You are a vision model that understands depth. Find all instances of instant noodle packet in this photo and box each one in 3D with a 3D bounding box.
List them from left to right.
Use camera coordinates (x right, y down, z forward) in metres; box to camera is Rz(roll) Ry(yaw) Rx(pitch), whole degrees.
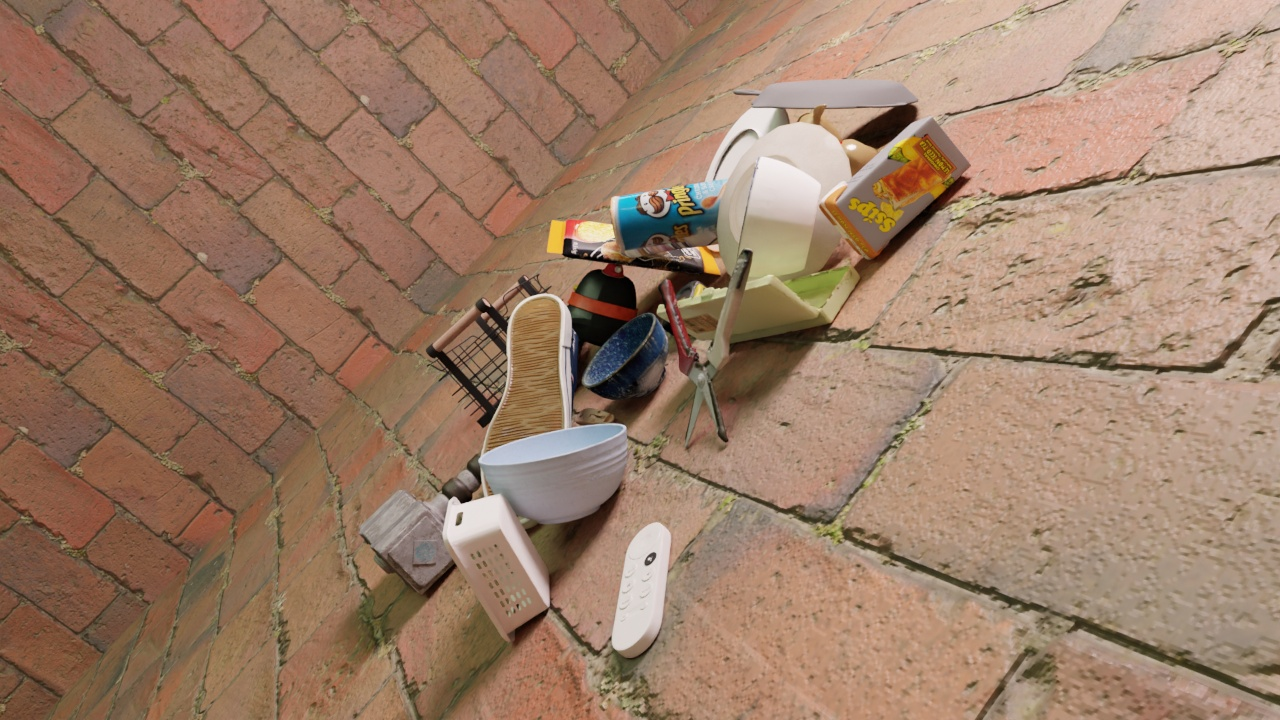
[{"bbox_3d":[-0.011,-0.152,1.220,0.159,0.220,0.032,-97,15,-67],"label":"instant noodle packet"}]

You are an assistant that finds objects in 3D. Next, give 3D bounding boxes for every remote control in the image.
[{"bbox_3d":[0.002,0.181,0.738,0.043,0.013,0.136,-36,20,24],"label":"remote control"}]

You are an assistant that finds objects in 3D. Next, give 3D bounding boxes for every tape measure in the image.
[{"bbox_3d":[0.060,-0.061,1.093,0.067,0.038,0.062,-16,42,60],"label":"tape measure"}]

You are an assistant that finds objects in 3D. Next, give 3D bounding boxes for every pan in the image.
[{"bbox_3d":[0.206,-0.337,1.145,0.216,0.024,0.354,-10,21,-21],"label":"pan"}]

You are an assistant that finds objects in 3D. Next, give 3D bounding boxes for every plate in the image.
[{"bbox_3d":[0.129,-0.245,1.212,0.209,0.015,0.208,-45,36,46],"label":"plate"},{"bbox_3d":[0.143,-0.165,0.984,0.189,0.027,0.188,-13,73,48],"label":"plate"}]

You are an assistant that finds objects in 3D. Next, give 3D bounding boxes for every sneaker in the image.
[{"bbox_3d":[-0.118,0.073,1.096,0.121,0.127,0.293,-7,56,18],"label":"sneaker"}]

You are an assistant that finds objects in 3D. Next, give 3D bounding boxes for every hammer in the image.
[{"bbox_3d":[-0.210,0.146,1.181,0.325,0.079,0.177,-45,18,-18],"label":"hammer"}]

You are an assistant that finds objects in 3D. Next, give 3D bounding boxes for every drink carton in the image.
[{"bbox_3d":[0.240,-0.164,0.871,0.125,0.076,0.048,-42,9,0],"label":"drink carton"}]

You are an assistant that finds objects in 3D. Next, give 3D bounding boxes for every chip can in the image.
[{"bbox_3d":[0.082,-0.176,1.106,0.230,0.080,0.079,-7,30,12],"label":"chip can"}]

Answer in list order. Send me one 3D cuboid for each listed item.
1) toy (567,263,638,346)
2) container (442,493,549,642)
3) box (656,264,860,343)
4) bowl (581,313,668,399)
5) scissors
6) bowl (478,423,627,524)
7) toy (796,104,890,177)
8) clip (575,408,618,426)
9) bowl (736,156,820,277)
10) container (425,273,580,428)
[{"bbox_3d":[-0.049,-0.077,1.234,0.097,0.100,0.119,0,-73,-65],"label":"toy"},{"bbox_3d":[-0.128,0.185,0.849,0.049,0.129,0.080,-25,21,3],"label":"container"},{"bbox_3d":[0.116,-0.050,0.917,0.130,0.064,0.188,-6,-3,-33],"label":"box"},{"bbox_3d":[-0.006,0.006,1.051,0.114,0.061,0.114,-41,18,16],"label":"bowl"},{"bbox_3d":[0.064,-0.023,0.859,0.180,0.015,0.198,-55,42,38],"label":"scissors"},{"bbox_3d":[-0.080,0.117,0.913,0.150,0.075,0.150,-12,6,1],"label":"bowl"},{"bbox_3d":[0.213,-0.227,1.019,0.134,0.108,0.106,-53,7,-21],"label":"toy"},{"bbox_3d":[-0.051,0.067,1.052,0.061,0.041,0.024,-26,27,56],"label":"clip"},{"bbox_3d":[0.135,-0.135,0.892,0.116,0.066,0.116,13,-92,-83],"label":"bowl"},{"bbox_3d":[-0.189,-0.025,1.321,0.163,0.130,0.241,-40,5,14],"label":"container"}]
